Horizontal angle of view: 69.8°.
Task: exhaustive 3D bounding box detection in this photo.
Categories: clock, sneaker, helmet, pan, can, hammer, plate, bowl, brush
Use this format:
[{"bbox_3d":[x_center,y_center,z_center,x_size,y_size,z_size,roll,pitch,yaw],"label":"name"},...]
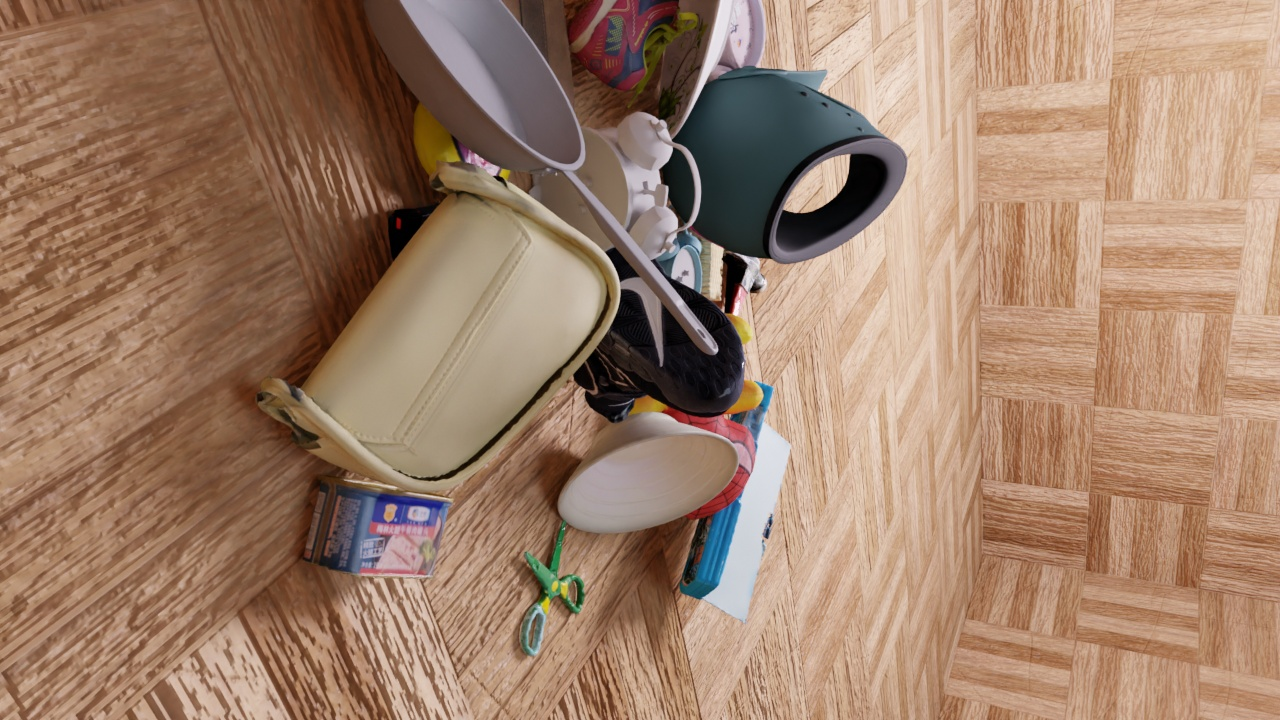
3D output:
[{"bbox_3d":[0.088,-0.360,1.022,0.157,0.059,0.117,-58,141,-38],"label":"clock"},{"bbox_3d":[-0.021,-0.143,0.760,0.060,0.159,0.120,-24,115,-48],"label":"clock"},{"bbox_3d":[-0.005,0.004,0.778,0.097,0.252,0.151,-12,126,-22],"label":"sneaker"},{"bbox_3d":[0.142,-0.219,0.972,0.274,0.200,0.177,-21,140,-37],"label":"helmet"},{"bbox_3d":[-0.066,-0.142,0.617,0.356,0.051,0.200,57,20,-2],"label":"pan"},{"bbox_3d":[-0.177,0.114,0.621,0.099,0.054,0.059,27,73,-59],"label":"can"},{"bbox_3d":[0.091,0.014,1.111,0.140,0.036,0.325,40,60,-58],"label":"hammer"},{"bbox_3d":[0.011,-0.342,0.854,0.091,0.116,0.241,38,60,-20],"label":"sneaker"},{"bbox_3d":[0.061,-0.320,0.864,0.229,0.030,0.229,-172,-89,-79],"label":"plate"},{"bbox_3d":[0.001,0.096,0.872,0.176,0.177,0.057,47,20,-53],"label":"bowl"},{"bbox_3d":[0.040,-0.107,0.989,0.087,0.042,0.123,-16,107,-59],"label":"clock"},{"bbox_3d":[0.072,-0.117,1.049,0.049,0.039,0.117,-2,97,-62],"label":"brush"}]

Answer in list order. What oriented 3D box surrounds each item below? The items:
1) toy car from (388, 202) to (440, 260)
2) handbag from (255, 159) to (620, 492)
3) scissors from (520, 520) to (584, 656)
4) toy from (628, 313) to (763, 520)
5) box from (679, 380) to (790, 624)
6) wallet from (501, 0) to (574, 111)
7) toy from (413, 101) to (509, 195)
[{"bbox_3d":[-0.145,-0.091,0.664,0.091,0.036,0.042,-27,118,-57],"label":"toy car"},{"bbox_3d":[-0.131,-0.017,0.627,0.232,0.089,0.191,-57,138,-17],"label":"handbag"},{"bbox_3d":[-0.085,0.213,0.846,0.129,0.011,0.125,-66,147,-31],"label":"scissors"},{"bbox_3d":[0.054,0.059,0.965,0.098,0.147,0.216,-90,179,-82],"label":"toy"},{"bbox_3d":[0.108,0.165,1.075,0.171,0.070,0.243,60,44,-54],"label":"box"},{"bbox_3d":[-0.093,-0.245,0.747,0.098,0.027,0.121,-23,114,-56],"label":"wallet"},{"bbox_3d":[-0.129,-0.161,0.674,0.095,0.041,0.094,-20,104,-56],"label":"toy"}]
